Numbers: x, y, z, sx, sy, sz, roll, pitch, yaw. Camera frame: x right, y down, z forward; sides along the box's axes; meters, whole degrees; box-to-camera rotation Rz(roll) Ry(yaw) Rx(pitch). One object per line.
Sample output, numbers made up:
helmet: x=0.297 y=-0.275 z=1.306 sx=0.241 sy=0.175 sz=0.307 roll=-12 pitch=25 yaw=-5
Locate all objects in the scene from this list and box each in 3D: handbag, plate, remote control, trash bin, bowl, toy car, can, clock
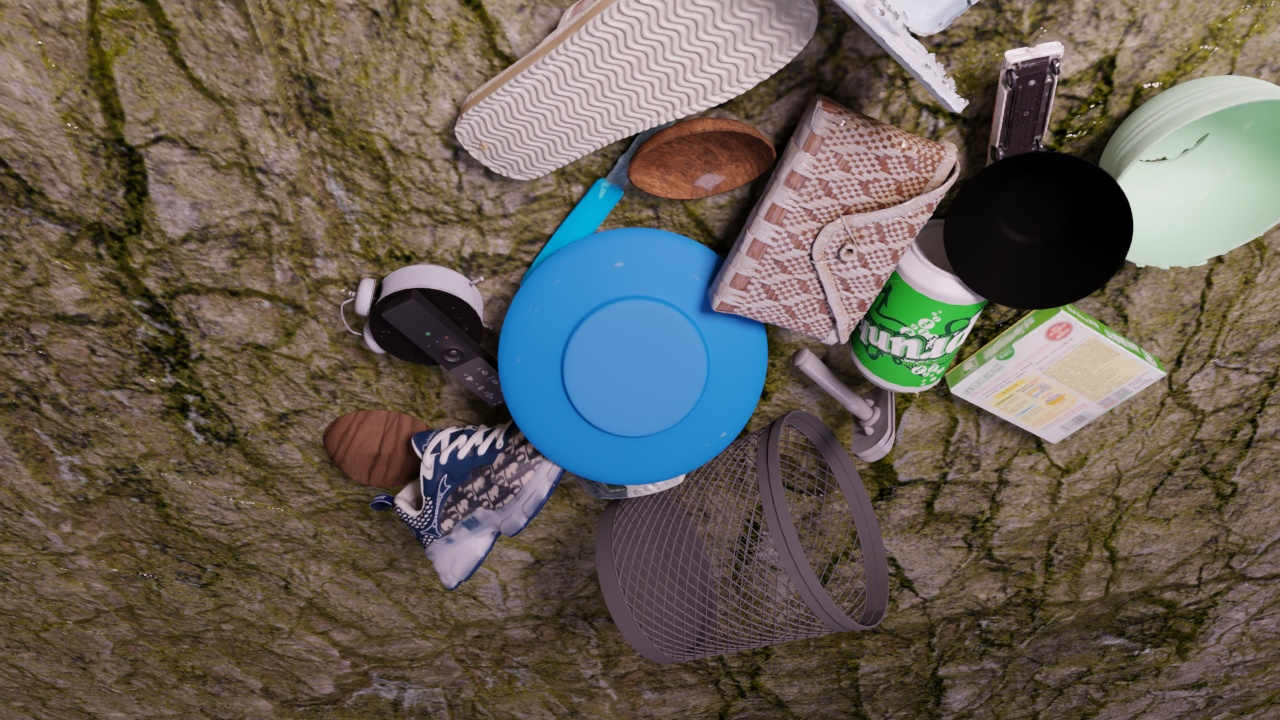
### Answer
handbag: x=0.143 y=-0.096 z=0.690 sx=0.124 sy=0.047 sz=0.186 roll=16 pitch=124 yaw=-16
plate: x=-0.005 y=0.004 z=0.754 sx=0.224 sy=0.024 sz=0.224 roll=-1 pitch=108 yaw=-4
remote control: x=-0.157 y=-0.007 z=0.784 sx=0.034 sy=0.013 sz=0.150 roll=-23 pitch=136 yaw=21
remote control: x=-0.011 y=0.102 z=0.870 sx=0.115 sy=0.028 sz=0.060 roll=-11 pitch=126 yaw=32
trash bin: x=0.100 y=0.193 z=0.947 sx=0.228 sy=0.217 sz=0.217 roll=-25 pitch=135 yaw=29
bowl: x=0.290 y=-0.104 z=0.673 sx=0.124 sy=0.052 sz=0.124 roll=12 pitch=127 yaw=16
bowl: x=-0.265 y=0.099 z=0.940 sx=0.119 sy=0.032 sz=0.119 roll=-2 pitch=139 yaw=-2
toy car: x=0.268 y=-0.179 z=0.650 sx=0.039 sy=0.039 sz=0.113 roll=-10 pitch=144 yaw=7
can: x=0.235 y=-0.043 z=0.771 sx=0.087 sy=0.087 sz=0.140 roll=3 pitch=139 yaw=-8
bowl: x=0.403 y=-0.147 z=0.670 sx=0.151 sy=0.076 sz=0.151 roll=-2 pitch=139 yaw=-2
bowl: x=0.042 y=-0.151 z=0.661 sx=0.102 sy=0.026 sz=0.114 roll=-18 pitch=164 yaw=32
clock: x=-0.192 y=-0.039 z=0.783 sx=0.122 sy=0.035 sz=0.095 roll=-2 pitch=139 yaw=-1

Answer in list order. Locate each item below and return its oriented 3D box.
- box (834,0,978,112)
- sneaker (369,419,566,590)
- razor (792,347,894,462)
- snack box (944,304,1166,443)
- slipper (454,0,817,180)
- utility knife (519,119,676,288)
box: x=0.148 y=-0.250 z=0.516 sx=0.210 sy=0.129 sz=0.105 roll=25 pitch=131 yaw=-37
sneaker: x=-0.156 y=0.103 z=0.873 sx=0.132 sy=0.103 sz=0.270 roll=41 pitch=123 yaw=-5
razor: x=0.191 y=0.030 z=0.876 sx=0.116 sy=0.088 sz=0.047 roll=39 pitch=126 yaw=-16
snack box: x=0.405 y=0.014 z=0.897 sx=0.168 sy=0.027 sz=0.132 roll=23 pitch=132 yaw=-27
slipper: x=-0.011 y=-0.194 z=0.603 sx=0.264 sy=0.052 sz=0.115 roll=-18 pitch=145 yaw=32
utility knife: x=-0.040 y=-0.113 z=0.723 sx=0.031 sy=0.015 sz=0.221 roll=19 pitch=138 yaw=-29
